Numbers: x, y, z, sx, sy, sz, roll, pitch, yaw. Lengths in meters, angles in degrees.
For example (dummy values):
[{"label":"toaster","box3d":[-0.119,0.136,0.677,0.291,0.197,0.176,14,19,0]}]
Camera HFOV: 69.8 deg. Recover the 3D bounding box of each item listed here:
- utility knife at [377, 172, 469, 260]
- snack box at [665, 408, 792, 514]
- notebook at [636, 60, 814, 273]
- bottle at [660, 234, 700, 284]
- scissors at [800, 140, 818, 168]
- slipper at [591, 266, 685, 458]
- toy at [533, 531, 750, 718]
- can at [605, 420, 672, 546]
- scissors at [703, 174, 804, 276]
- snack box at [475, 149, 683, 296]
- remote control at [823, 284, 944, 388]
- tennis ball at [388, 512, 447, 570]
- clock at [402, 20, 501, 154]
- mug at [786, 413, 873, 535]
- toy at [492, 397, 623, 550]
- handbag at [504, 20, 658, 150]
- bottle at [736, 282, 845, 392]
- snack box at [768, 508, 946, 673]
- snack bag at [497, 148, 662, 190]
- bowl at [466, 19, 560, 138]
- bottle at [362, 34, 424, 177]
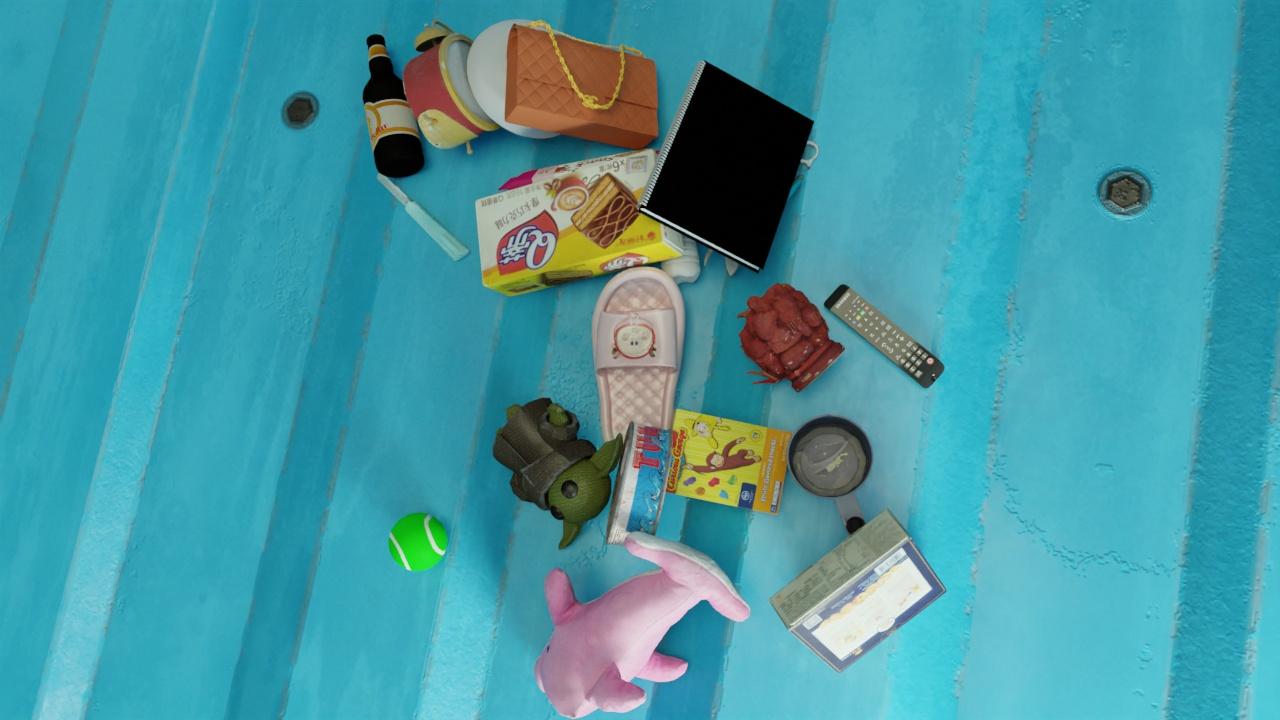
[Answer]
[{"label":"utility knife","box3d":[-0.274,-0.182,1.136,0.165,0.015,0.022,43,90,13]},{"label":"snack box","box3d":[0.090,0.109,0.985,0.126,0.040,0.088,12,83,-2]},{"label":"notebook","box3d":[0.096,-0.214,0.999,0.149,0.016,0.206,26,67,-10]},{"label":"bottle","box3d":[0.041,-0.157,1.052,0.044,0.044,0.136,-7,80,10]},{"label":"scissors","box3d":[0.134,-0.221,1.059,0.142,0.014,0.175,-2,83,9]},{"label":"slipper","box3d":[-0.006,0.006,1.024,0.107,0.055,0.221,1,90,12]},{"label":"toy","box3d":[-0.019,0.290,0.927,0.186,0.127,0.266,38,116,-16]},{"label":"can","box3d":[-0.002,0.130,0.951,0.044,0.130,0.130,12,83,-3]},{"label":"scissors","box3d":[0.118,-0.176,1.040,0.155,0.019,0.124,-32,82,1]},{"label":"snack box","box3d":[-0.072,-0.151,1.043,0.231,0.061,0.110,-11,78,22]},{"label":"remote control","box3d":[0.264,-0.027,1.000,0.147,0.015,0.033,42,91,15]},{"label":"tennis ball","box3d":[-0.253,0.206,1.044,0.065,0.065,0.065,-2,81,11]},{"label":"clock","box3d":[-0.230,-0.332,1.100,0.081,0.117,0.158,-17,70,26]},{"label":"mug","box3d":[0.202,0.121,0.943,0.084,0.104,0.124,-21,78,7]},{"label":"toy","box3d":[-0.097,0.113,1.006,0.153,0.078,0.180,43,126,23]},{"label":"handbag","box3d":[-0.063,-0.317,1.046,0.171,0.060,0.108,6,77,-26]},{"label":"bottle","box3d":[0.152,-0.023,0.989,0.099,0.099,0.111,-43,86,2]},{"label":"snack box","box3d":[0.217,0.230,0.903,0.144,0.145,0.042,-39,45,3]},{"label":"snack bag","box3d":[-0.067,-0.225,1.078,0.197,0.070,0.016,-8,113,11]},{"label":"bowl","box3d":[-0.125,-0.339,1.076,0.149,0.043,0.149,6,76,-25]},{"label":"bottle","box3d":[-0.315,-0.322,1.145,0.059,0.059,0.181,-16,78,9]}]
